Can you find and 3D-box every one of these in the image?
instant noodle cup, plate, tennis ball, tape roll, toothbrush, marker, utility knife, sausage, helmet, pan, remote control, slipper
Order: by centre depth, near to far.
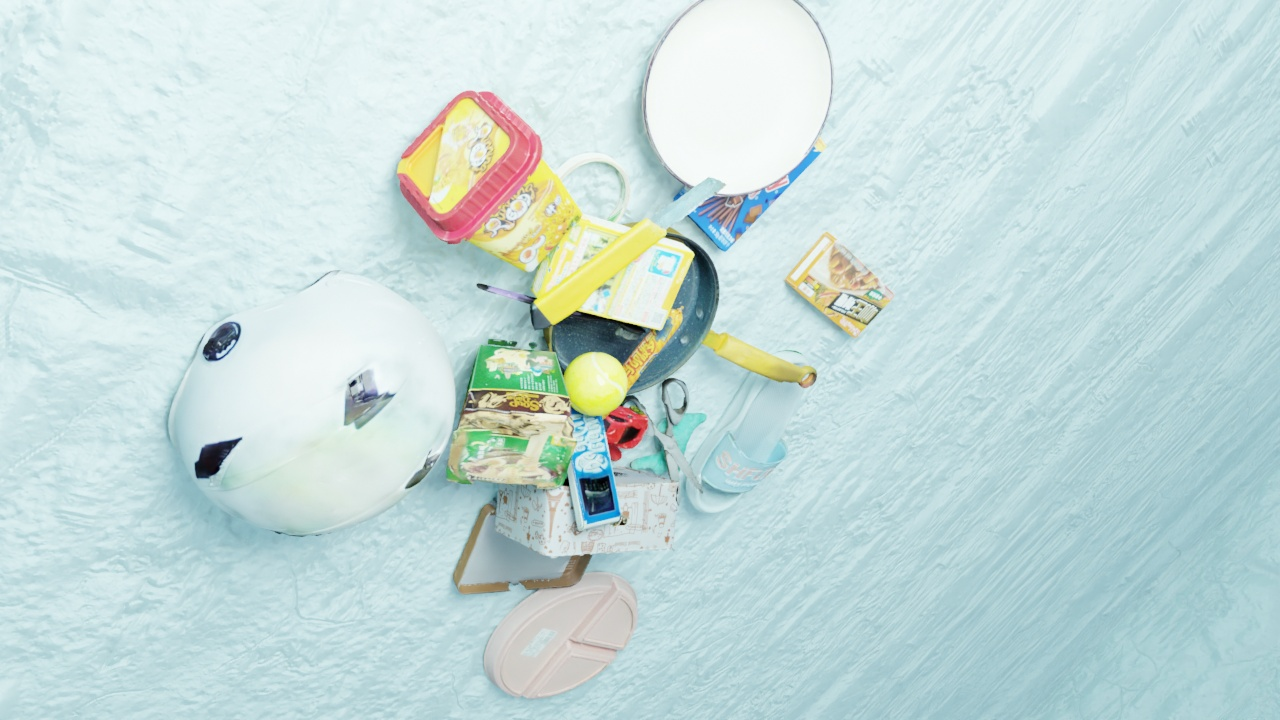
[{"bbox_3d":[-0.122,-0.145,0.786,0.116,0.116,0.123,-46,146,5],"label":"instant noodle cup"},{"bbox_3d":[-0.278,0.065,0.815,0.258,0.146,0.229,-32,134,-7],"label":"helmet"},{"bbox_3d":[-0.014,-0.100,0.847,0.223,0.015,0.033,-37,125,2],"label":"utility knife"},{"bbox_3d":[0.088,-0.252,0.863,0.192,0.039,0.193,-8,118,-16],"label":"plate"},{"bbox_3d":[-0.050,-0.158,0.883,0.085,0.014,0.086,-17,130,-21],"label":"tape roll"},{"bbox_3d":[-0.075,-0.047,0.895,0.188,0.014,0.017,15,126,-32],"label":"toothbrush"},{"bbox_3d":[-0.046,0.024,0.925,0.065,0.065,0.066,-17,131,-21],"label":"tennis ball"},{"bbox_3d":[-0.054,0.109,0.945,0.049,0.125,0.024,-6,170,-38],"label":"remote control"},{"bbox_3d":[-0.006,0.006,0.956,0.021,0.021,0.165,19,118,-41],"label":"sausage"},{"bbox_3d":[0.058,-0.028,1.006,0.356,0.078,0.198,14,115,-39],"label":"pan"},{"bbox_3d":[-0.054,0.070,1.053,0.017,0.017,0.145,-34,135,-6],"label":"marker"},{"bbox_3d":[0.148,0.100,1.166,0.104,0.074,0.246,11,115,-39],"label":"slipper"},{"bbox_3d":[-0.102,0.383,1.256,0.229,0.028,0.230,-17,131,-21],"label":"plate"}]

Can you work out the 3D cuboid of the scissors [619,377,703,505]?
[{"bbox_3d":[0.037,0.095,1.097,0.164,0.014,0.164,23,106,-22],"label":"scissors"}]

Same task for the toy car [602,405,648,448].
[{"bbox_3d":[-0.039,0.074,1.032,0.106,0.031,0.049,14,113,-37],"label":"toy car"}]

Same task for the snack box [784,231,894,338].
[{"bbox_3d":[0.243,-0.089,1.114,0.075,0.026,0.153,-50,134,10],"label":"snack box"}]

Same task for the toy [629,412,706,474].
[{"bbox_3d":[0.034,0.107,1.129,0.096,0.030,0.092,-7,123,-25],"label":"toy"}]

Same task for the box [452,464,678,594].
[{"bbox_3d":[-0.092,0.191,1.071,0.179,0.136,0.270,5,150,-36],"label":"box"}]

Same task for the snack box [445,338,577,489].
[{"bbox_3d":[-0.127,0.052,0.911,0.118,0.105,0.118,7,137,-14],"label":"snack box"}]

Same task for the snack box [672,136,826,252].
[{"bbox_3d":[0.115,-0.195,0.950,0.157,0.026,0.084,-46,134,6],"label":"snack box"}]

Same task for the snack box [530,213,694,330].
[{"bbox_3d":[-0.026,-0.086,0.881,0.140,0.033,0.087,11,112,-31],"label":"snack box"}]
